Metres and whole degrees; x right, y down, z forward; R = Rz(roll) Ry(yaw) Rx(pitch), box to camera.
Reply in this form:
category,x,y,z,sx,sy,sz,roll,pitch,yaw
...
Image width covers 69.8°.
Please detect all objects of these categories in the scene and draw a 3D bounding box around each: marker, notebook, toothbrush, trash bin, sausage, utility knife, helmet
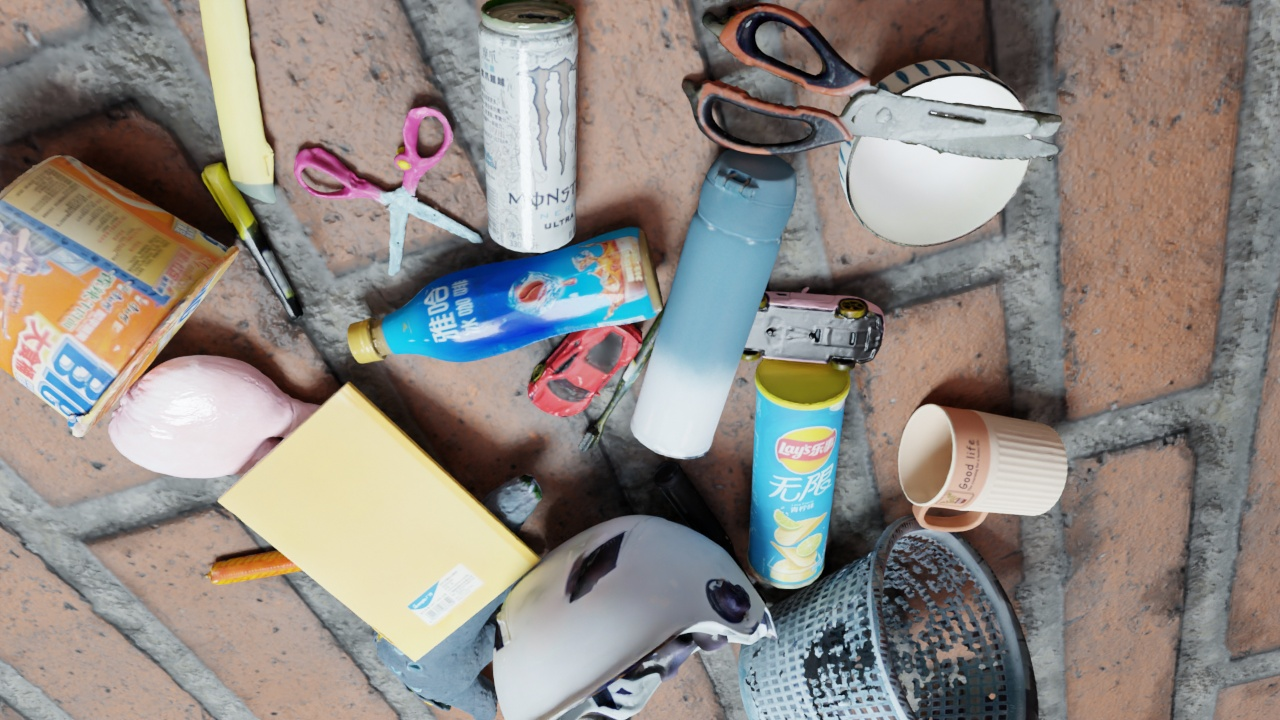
category,x,y,z,sx,sy,sz,roll,pitch,yaw
marker,-0.261,-0.077,0.623,0.015,0.018,0.124,-12,128,6
notebook,-0.200,0.132,0.712,0.146,0.010,0.206,-40,107,12
toothbrush,0.069,0.166,0.834,0.027,0.026,0.213,-9,132,30
trash bin,0.203,0.274,0.818,0.226,0.226,0.196,33,136,-26
sausage,-0.305,0.175,0.808,0.165,0.021,0.021,-10,127,2
utility knife,-0.244,-0.171,0.555,0.031,0.018,0.163,0,129,-10
helmet,-0.022,0.211,0.760,0.229,0.145,0.258,-39,154,21
toothbrush,-0.004,0.004,0.708,0.012,0.017,0.186,39,121,12

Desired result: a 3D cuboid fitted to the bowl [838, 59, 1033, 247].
category,x,y,z,sx,sy,sz,roll,pitch,yaw
bowl,0.181,-0.139,0.586,0.116,0.066,0.117,-2,128,-3

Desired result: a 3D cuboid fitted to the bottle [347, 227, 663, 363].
category,x,y,z,sx,sy,sz,roll,pitch,yaw
bottle,-0.096,-0.038,0.640,0.219,0.065,0.065,-13,127,6

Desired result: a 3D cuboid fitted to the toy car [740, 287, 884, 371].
category,x,y,z,sx,sy,sz,roll,pitch,yaw
toy car,0.120,-0.026,0.687,0.122,0.037,0.056,5,121,6

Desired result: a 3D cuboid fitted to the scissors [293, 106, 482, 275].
category,x,y,z,sx,sy,sz,roll,pitch,yaw
scissors,-0.166,-0.111,0.609,0.135,0.017,0.134,8,130,-14

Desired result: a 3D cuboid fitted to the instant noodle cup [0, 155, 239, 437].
category,x,y,z,sx,sy,sz,roll,pitch,yaw
instant noodle cup,-0.343,-0.045,0.566,0.111,0.151,0.152,40,115,-20

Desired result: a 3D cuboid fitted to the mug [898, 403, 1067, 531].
category,x,y,z,sx,sy,sz,roll,pitch,yaw
mug,0.276,0.096,0.761,0.106,0.081,0.115,8,120,-13

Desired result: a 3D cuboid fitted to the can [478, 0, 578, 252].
category,x,y,z,sx,sy,sz,roll,pitch,yaw
can,-0.068,-0.142,0.566,0.058,0.058,0.147,0,127,-5

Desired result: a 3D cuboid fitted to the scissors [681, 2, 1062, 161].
category,x,y,z,sx,sy,sz,roll,pitch,yaw
scissors,0.126,-0.157,0.525,0.207,0.015,0.193,-25,96,39

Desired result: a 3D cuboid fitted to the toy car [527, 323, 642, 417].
category,x,y,z,sx,sy,sz,roll,pitch,yaw
toy car,-0.044,0.006,0.699,0.049,0.031,0.106,31,120,-24

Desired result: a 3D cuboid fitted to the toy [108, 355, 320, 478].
category,x,y,z,sx,sy,sz,roll,pitch,yaw
toy,-0.309,0.052,0.695,0.159,0.054,0.121,24,122,-35

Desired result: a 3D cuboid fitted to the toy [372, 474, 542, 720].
category,x,y,z,sx,sy,sz,roll,pitch,yaw
toy,-0.165,0.226,0.818,0.137,0.091,0.357,2,129,-20

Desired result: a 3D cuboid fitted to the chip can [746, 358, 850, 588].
category,x,y,z,sx,sy,sz,roll,pitch,yaw
chip can,0.126,0.094,0.754,0.071,0.071,0.211,-5,128,-2

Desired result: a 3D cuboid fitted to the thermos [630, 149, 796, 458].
category,x,y,z,sx,sy,sz,roll,pitch,yaw
thermos,0.051,-0.036,0.639,0.070,0.070,0.221,10,119,-13
